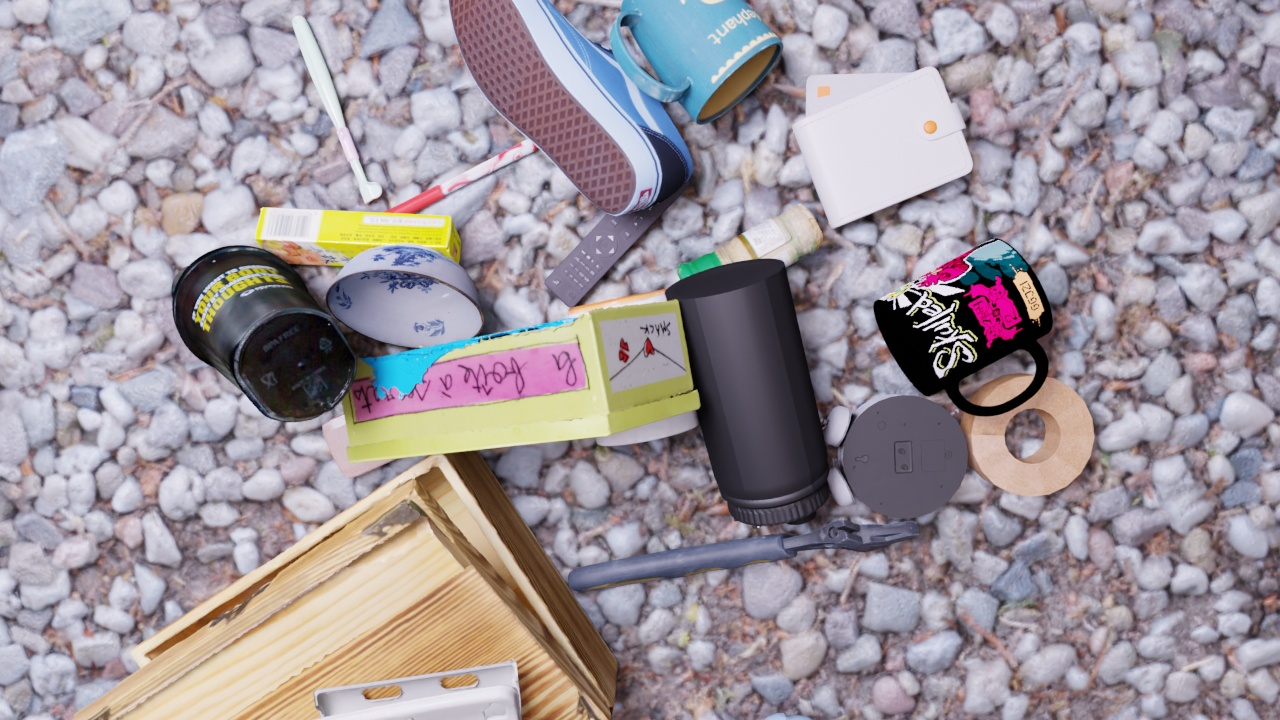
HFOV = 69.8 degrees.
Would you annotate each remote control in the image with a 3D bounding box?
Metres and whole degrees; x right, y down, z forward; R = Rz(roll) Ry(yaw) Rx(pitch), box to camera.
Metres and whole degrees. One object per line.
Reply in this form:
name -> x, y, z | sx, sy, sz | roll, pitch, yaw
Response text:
remote control -> -0.018, -0.100, 0.718 | 0.032, 0.015, 0.136 | 44, 93, -1

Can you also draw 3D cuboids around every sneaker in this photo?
sneaker -> -0.049, -0.212, 0.697 | 0.241, 0.098, 0.084 | 52, 136, 11

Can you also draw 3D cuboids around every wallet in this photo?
wallet -> 0.181, -0.177, 0.701 | 0.118, 0.037, 0.115 | -22, 93, 5

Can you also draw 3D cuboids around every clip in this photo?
clip -> -0.135, 0.236, 0.576 | 0.126, 0.101, 0.152 | -6, 136, -7

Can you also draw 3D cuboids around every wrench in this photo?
wrench -> 0.077, 0.150, 0.713 | 0.273, 0.073, 0.022 | -11, 68, 7

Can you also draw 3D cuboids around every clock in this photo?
clock -> 0.190, 0.073, 0.715 | 0.122, 0.035, 0.094 | -3, 93, 2

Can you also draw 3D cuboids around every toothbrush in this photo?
toothbrush -> -0.238, -0.197, 0.717 | 0.022, 0.015, 0.155 | -21, 92, 33

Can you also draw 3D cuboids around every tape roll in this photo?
tape roll -> 0.300, 0.057, 0.715 | 0.094, 0.027, 0.094 | 0, 93, 1

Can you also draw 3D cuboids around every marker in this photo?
marker -> -0.143, -0.139, 0.720 | 0.142, 0.013, 0.013 | -26, 92, 2

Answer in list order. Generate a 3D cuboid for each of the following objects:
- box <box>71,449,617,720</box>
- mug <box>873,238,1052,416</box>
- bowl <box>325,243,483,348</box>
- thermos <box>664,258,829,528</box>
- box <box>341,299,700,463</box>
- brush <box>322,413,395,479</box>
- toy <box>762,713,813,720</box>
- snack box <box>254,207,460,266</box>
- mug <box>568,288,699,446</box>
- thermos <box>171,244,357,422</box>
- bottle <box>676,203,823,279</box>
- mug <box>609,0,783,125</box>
box -> -0.187, 0.240, 0.658 | 0.279, 0.192, 0.251 | -33, 94, 1
mug -> 0.246, -0.016, 0.680 | 0.098, 0.082, 0.118 | -28, 77, 2
bowl -> -0.172, -0.055, 0.688 | 0.114, 0.114, 0.045 | 3, 63, 1
thermos -> 0.084, 0.034, 0.668 | 0.086, 0.086, 0.199 | -15, 107, 2
box -> -0.086, 0.017, 0.621 | 0.221, 0.124, 0.079 | -11, 90, 29
brush -> -0.182, 0.045, 0.732 | 0.135, 0.015, 0.050 | -24, 94, -4
toy -> 0.059, 0.344, 0.700 | 0.171, 0.120, 0.222 | 35, 94, -11
snack box -> -0.216, -0.093, 0.706 | 0.148, 0.040, 0.028 | 3, 68, 1
mug -> -0.004, 0.004, 0.691 | 0.082, 0.082, 0.105 | -11, 94, 1
thermos -> -0.259, -0.022, 0.631 | 0.098, 0.221, 0.098 | -10, 108, -31
bottle -> 0.084, -0.079, 0.705 | 0.111, 0.043, 0.043 | -29, 92, 1
mug -> 0.030, -0.234, 0.669 | 0.112, 0.085, 0.104 | -36, 84, -30
